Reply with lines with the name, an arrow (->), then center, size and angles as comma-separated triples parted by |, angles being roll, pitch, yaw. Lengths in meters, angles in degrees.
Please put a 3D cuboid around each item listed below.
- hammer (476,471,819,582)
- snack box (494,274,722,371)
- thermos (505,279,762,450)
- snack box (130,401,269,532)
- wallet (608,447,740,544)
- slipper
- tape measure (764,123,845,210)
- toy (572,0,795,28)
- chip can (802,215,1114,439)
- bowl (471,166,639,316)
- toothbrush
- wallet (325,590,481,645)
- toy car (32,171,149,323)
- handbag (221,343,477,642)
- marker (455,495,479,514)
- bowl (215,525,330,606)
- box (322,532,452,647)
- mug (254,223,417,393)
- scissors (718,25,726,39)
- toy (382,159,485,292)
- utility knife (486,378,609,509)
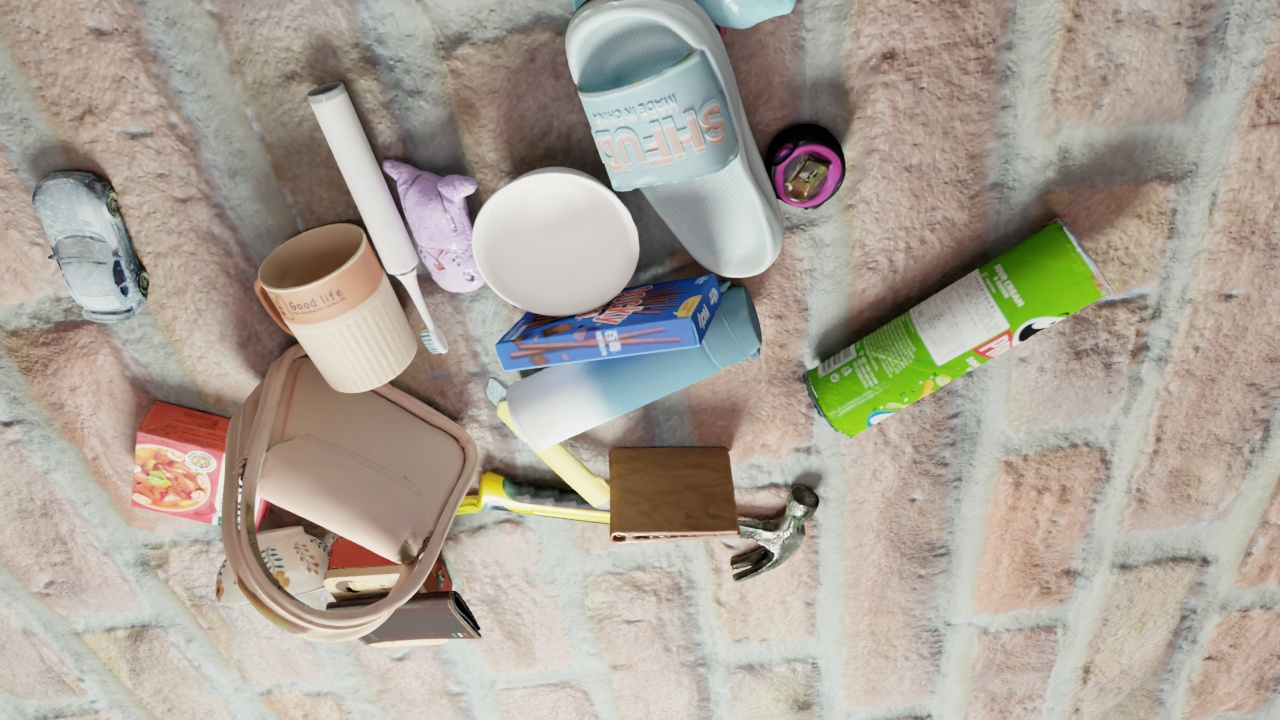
hammer -> 0.003, 0.154, 0.898 | 0.323, 0.031, 0.126 | 10, 127, -9
snack box -> -0.023, -0.029, 0.693 | 0.157, 0.084, 0.026 | -7, 114, 21
thermos -> -0.004, 0.004, 0.758 | 0.221, 0.070, 0.070 | -25, 125, 17
snack box -> -0.397, 0.108, 0.840 | 0.113, 0.044, 0.127 | 16, 127, -14
wallet -> 0.028, 0.119, 0.827 | 0.115, 0.101, 0.020 | -3, 132, -1
slipper -> 0.023, -0.134, 0.614 | 0.104, 0.074, 0.245 | 1, 143, 34
tape measure -> 0.118, -0.138, 0.660 | 0.057, 0.039, 0.058 | 17, 126, -15
toy -> 0.018, -0.256, 0.556 | 0.157, 0.049, 0.161 | -33, 113, 30
chip can -> 0.248, -0.021, 0.738 | 0.237, 0.072, 0.072 | -34, 122, 24
bowl -> -0.061, -0.098, 0.671 | 0.118, 0.064, 0.118 | -1, 129, -2
toothbrush -> -0.187, -0.095, 0.681 | 0.026, 0.026, 0.221 | -1, 126, 24
wallet -> -0.223, 0.247, 0.875 | 0.122, 0.020, 0.096 | -6, 141, 6
toy car -> -0.414, -0.084, 0.692 | 0.054, 0.036, 0.121 | 0, 126, -2
handbag -> -0.238, 0.113, 0.727 | 0.193, 0.233, 0.094 | 32, 120, -24
marker -> -0.215, 0.147, 0.896 | 0.124, 0.015, 0.018 | -8, 130, 7
bowl -> -0.353, 0.195, 0.888 | 0.113, 0.113, 0.062 | -8, 88, 5
box -> -0.246, 0.215, 0.911 | 0.091, 0.079, 0.169 | -3, 141, 1
mug -> -0.242, -0.039, 0.709 | 0.115, 0.081, 0.106 | 2, 134, 24
scissors -> 0.038, -0.184, 0.637 | 0.096, 0.017, 0.137 | -26, 129, 18
toy -> -0.143, -0.096, 0.681 | 0.084, 0.038, 0.108 | 16, 133, 27
utility knife -> -0.080, 0.081, 0.829 | 0.031, 0.018, 0.173 | -36, 114, 21
